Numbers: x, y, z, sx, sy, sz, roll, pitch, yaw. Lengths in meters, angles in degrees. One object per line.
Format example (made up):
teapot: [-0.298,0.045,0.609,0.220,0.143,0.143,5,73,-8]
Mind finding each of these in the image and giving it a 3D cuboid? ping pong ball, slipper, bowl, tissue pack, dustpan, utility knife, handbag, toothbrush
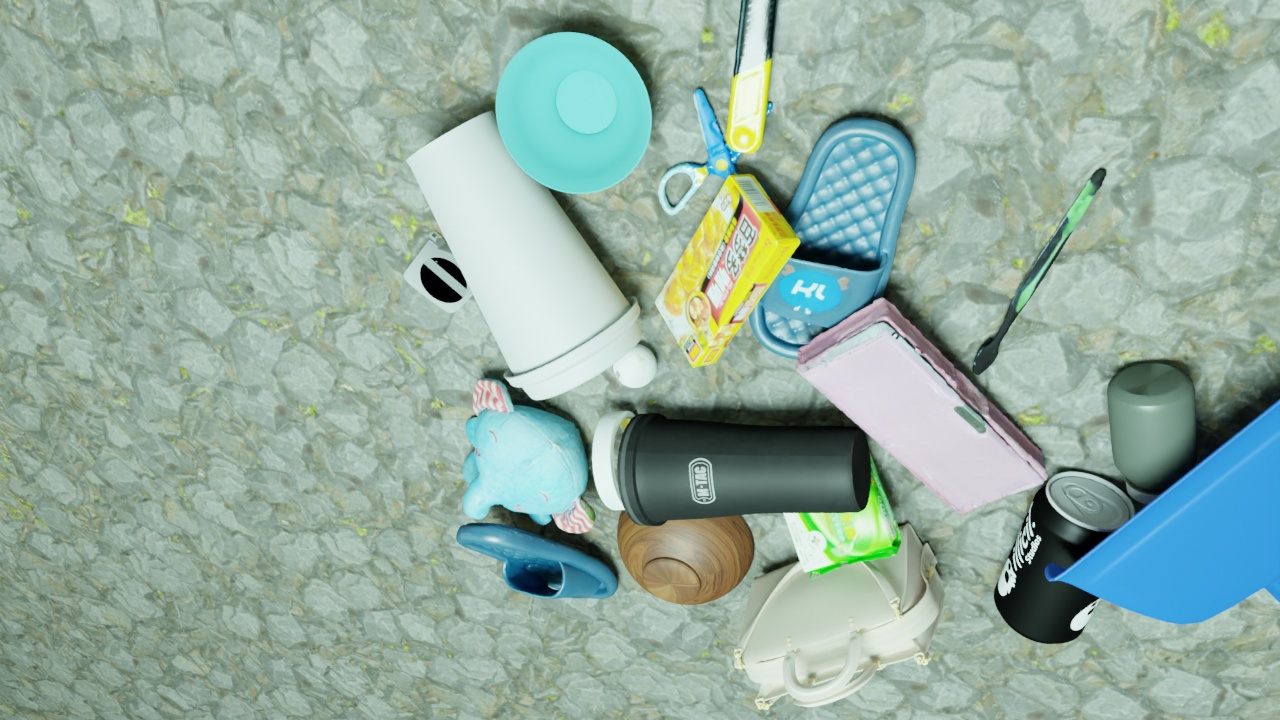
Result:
ping pong ball: [-0.005,0.005,0.843,0.040,0.040,0.040,9,125,13]
slipper: [-0.113,0.224,0.982,0.104,0.059,0.213,-8,148,39]
bowl: [-0.047,-0.196,0.714,0.121,0.046,0.121,5,120,9]
bowl: [0.039,0.206,0.946,0.147,0.068,0.147,9,125,13]
slipper: [0.151,-0.084,0.719,0.104,0.059,0.214,19,125,3]
tissue pack: [0.176,0.134,0.843,0.100,0.034,0.114,-26,77,32]
dustpan: [0.480,0.143,0.724,0.257,0.059,0.246,38,107,-21]
utility knife: [0.085,-0.246,0.653,0.029,0.020,0.198,8,120,6]
handbag: [0.174,0.249,0.834,0.195,0.197,0.101,-27,96,26]
toothbrush: [0.304,-0.064,0.709,0.014,0.017,0.188,20,124,0]

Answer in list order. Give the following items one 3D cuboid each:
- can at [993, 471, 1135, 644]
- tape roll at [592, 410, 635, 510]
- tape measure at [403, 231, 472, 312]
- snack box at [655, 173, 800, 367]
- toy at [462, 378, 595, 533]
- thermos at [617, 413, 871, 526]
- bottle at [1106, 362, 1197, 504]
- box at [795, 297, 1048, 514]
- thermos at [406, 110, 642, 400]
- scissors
can: [0.368,0.175,0.803,0.080,0.080,0.146,12,126,11]
tape roll: [-0.018,0.095,0.875,0.019,0.093,0.094,-6,121,22]
tape measure: [-0.184,-0.082,0.861,0.065,0.016,0.064,41,126,-10]
snack box: [0.065,-0.070,0.740,0.075,0.025,0.153,61,141,26]
toy: [-0.135,0.112,0.928,0.181,0.114,0.183,-30,99,45]
thermos: [0.089,0.097,0.822,0.219,0.105,0.106,-3,121,27]
bottle: [0.405,0.059,0.725,0.060,0.060,0.108,-7,120,23]
box: [0.236,0.048,0.763,0.098,0.041,0.233,-34,119,32]
thermos: [-0.101,-0.089,0.770,0.132,0.131,0.222,-22,106,30]
scissors: [0.059,-0.155,0.732,0.125,0.016,0.125,-12,118,20]
